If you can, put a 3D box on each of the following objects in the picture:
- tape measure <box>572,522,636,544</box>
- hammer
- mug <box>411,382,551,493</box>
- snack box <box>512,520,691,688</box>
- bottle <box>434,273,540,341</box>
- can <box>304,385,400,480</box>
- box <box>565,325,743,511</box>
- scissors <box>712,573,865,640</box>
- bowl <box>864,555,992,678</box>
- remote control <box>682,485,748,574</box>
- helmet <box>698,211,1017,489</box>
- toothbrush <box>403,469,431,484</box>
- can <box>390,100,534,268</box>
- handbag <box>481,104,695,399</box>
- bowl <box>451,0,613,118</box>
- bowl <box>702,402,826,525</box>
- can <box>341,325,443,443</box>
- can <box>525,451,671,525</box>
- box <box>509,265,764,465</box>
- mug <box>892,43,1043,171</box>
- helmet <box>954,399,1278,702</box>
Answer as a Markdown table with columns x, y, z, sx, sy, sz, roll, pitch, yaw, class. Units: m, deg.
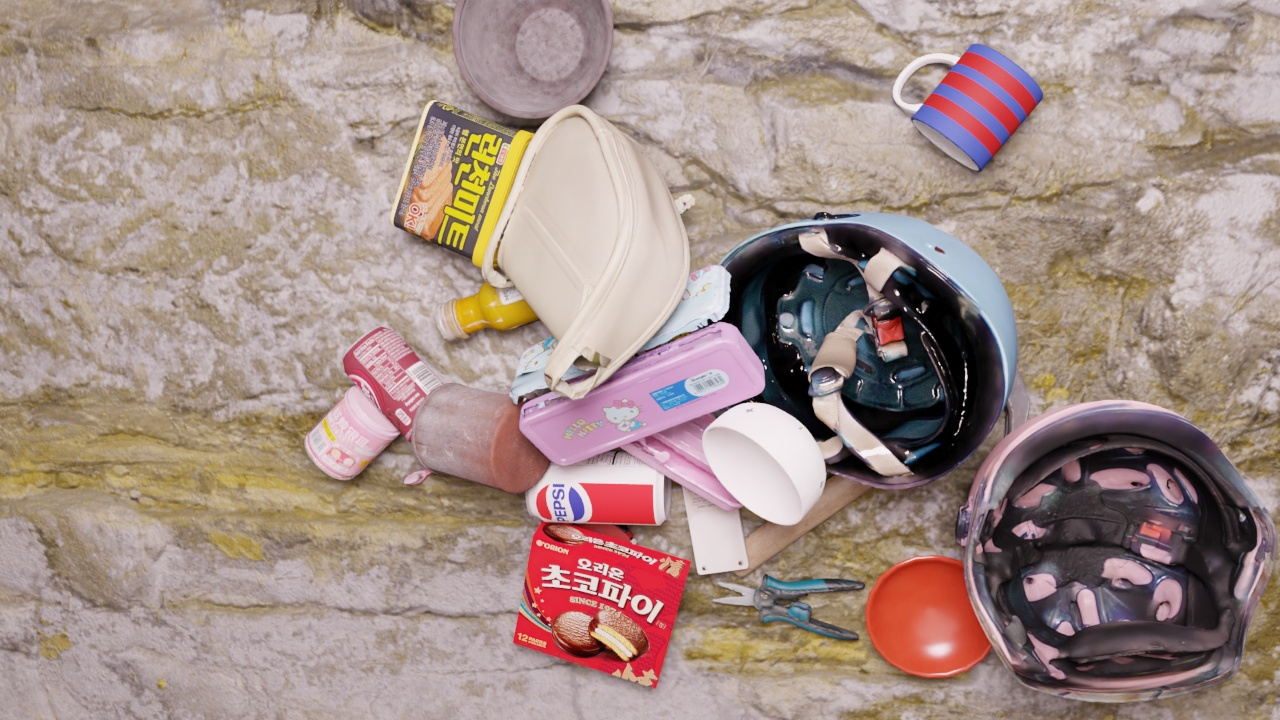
| x | y | z | sx | sy | sz | roll | pitch | yaw | class |
| --- | --- | --- | --- | --- | --- | --- | --- | --- | --- |
| -0.040 | 0.175 | 0.925 | 0.059 | 0.019 | 0.051 | -29 | 91 | 20 | tape measure |
| 0.214 | 0.104 | 0.866 | 0.332 | 0.030 | 0.119 | -39 | 91 | 13 | hammer |
| -0.137 | 0.064 | 0.871 | 0.110 | 0.122 | 0.096 | 14 | 133 | 32 | mug |
| -0.040 | 0.242 | 0.915 | 0.152 | 0.035 | 0.133 | 15 | 113 | 7 | snack box |
| -0.106 | -0.063 | 0.878 | 0.186 | 0.053 | 0.053 | -18 | 96 | 12 | bottle |
| -0.289 | 0.072 | 0.926 | 0.076 | 0.067 | 0.067 | -43 | 90 | 14 | can |
| 0.040 | 0.035 | 0.869 | 0.201 | 0.059 | 0.155 | 32 | 70 | 3 | box |
| 0.154 | 0.239 | 0.904 | 0.150 | 0.019 | 0.121 | 41 | 104 | 3 | scissors |
| 0.276 | 0.238 | 0.874 | 0.122 | 0.035 | 0.122 | 2 | 100 | 9 | bowl |
| 0.069 | 0.139 | 0.896 | 0.050 | 0.011 | 0.136 | -10 | 89 | 11 | remote control |
| 0.184 | -0.017 | 0.773 | 0.266 | 0.166 | 0.226 | 13 | 114 | 32 | helmet |
| -0.185 | 0.097 | 0.939 | 0.135 | 0.016 | 0.021 | -28 | 83 | 13 | toothbrush |
| -0.162 | -0.166 | 0.863 | 0.101 | 0.072 | 0.131 | 23 | 102 | 8 | can |
| -0.034 | -0.087 | 0.778 | 0.132 | 0.229 | 0.184 | 30 | 105 | -38 | handbag |
| -0.090 | -0.291 | 0.830 | 0.145 | 0.067 | 0.145 | 2 | 100 | 9 | bowl |
| 0.106 | 0.079 | 0.751 | 0.054 | 0.105 | 0.105 | -39 | 92 | -27 | bowl |
| -0.238 | 0.024 | 0.911 | 0.063 | 0.063 | 0.114 | -42 | 91 | 13 | can |
| -0.039 | 0.123 | 0.890 | 0.132 | 0.070 | 0.070 | 0 | 99 | 10 | can |
| -0.005 | 0.003 | 0.789 | 0.215 | 0.092 | 0.090 | -23 | 130 | 23 | box |
| 0.272 | -0.225 | 0.784 | 0.112 | 0.075 | 0.076 | 45 | 105 | 27 | mug |
| 0.386 | 0.148 | 0.780 | 0.230 | 0.152 | 0.255 | -11 | 98 | 13 | helmet |
